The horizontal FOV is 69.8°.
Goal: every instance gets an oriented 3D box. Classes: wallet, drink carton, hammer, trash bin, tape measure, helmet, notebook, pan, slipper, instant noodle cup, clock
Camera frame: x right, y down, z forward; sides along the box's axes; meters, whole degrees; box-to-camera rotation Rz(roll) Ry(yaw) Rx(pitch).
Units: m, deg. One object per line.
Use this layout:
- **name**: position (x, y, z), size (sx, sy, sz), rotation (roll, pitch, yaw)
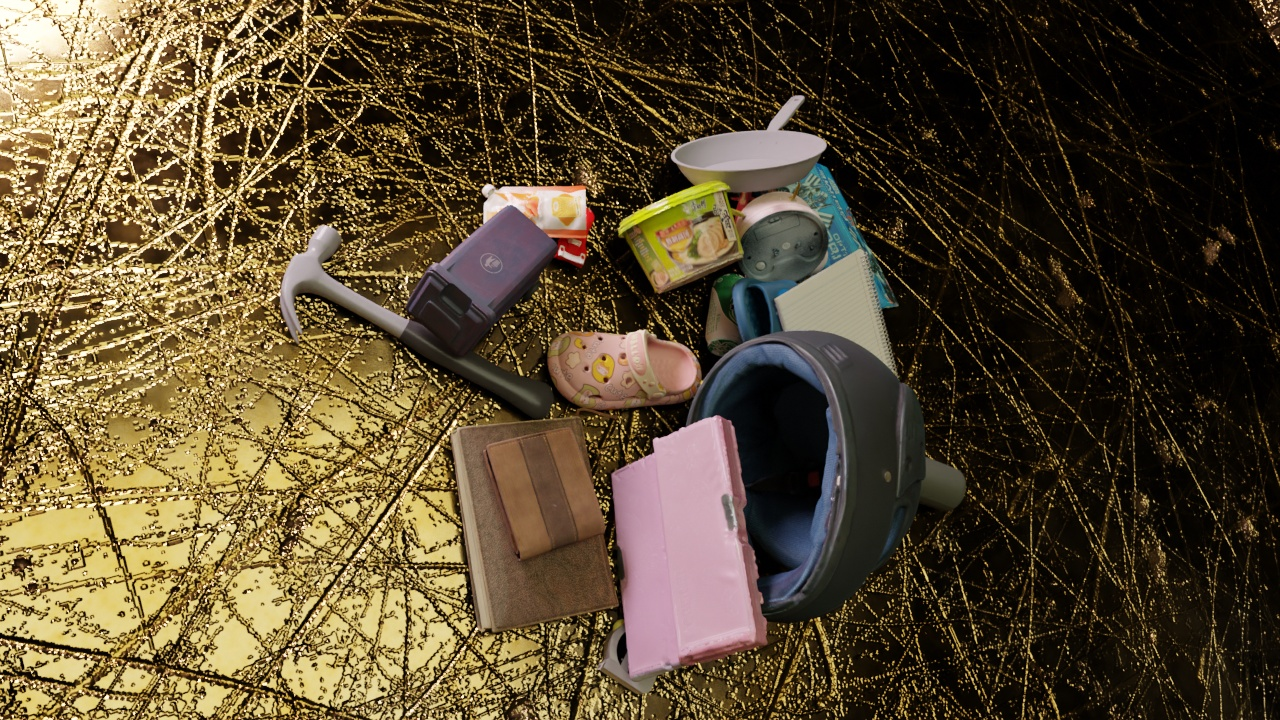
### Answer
- **wallet**: position (-0.098, 0.133, 0.937), size (0.098, 0.027, 0.121), rotation (-12, 74, -30)
- **drink carton**: position (-0.126, -0.177, 1.086), size (0.122, 0.039, 0.069), rotation (-1, 73, -4)
- **hammer**: position (-0.233, -0.019, 0.977), size (0.311, 0.030, 0.124), rotation (30, 57, -13)
- **trash bin**: position (-0.169, -0.086, 0.984), size (0.094, 0.092, 0.160), rotation (41, 45, -5)
- **tape measure**: position (-0.009, 0.306, 0.954), size (0.064, 0.017, 0.064), rotation (36, 57, -9)
- **helmet**: position (0.189, 0.128, 1.001), size (0.235, 0.250, 0.315), rotation (25, 58, -48)
- **notebook**: position (-0.093, 0.161, 0.964), size (0.189, 0.035, 0.215), rotation (-4, 71, -29)
- **notebook**: position (0.262, 0.002, 1.170), size (0.177, 0.013, 0.246), rotation (-30, 110, -34)
- **pan**: position (0.173, -0.302, 1.266), size (0.355, 0.201, 0.051), rotation (-48, 138, -53)
- **slipper**: position (-0.006, 0.006, 1.051), size (0.197, 0.082, 0.093), rotation (5, 67, -28)
- **instant noodle cup**: position (0.054, -0.147, 1.118), size (0.145, 0.146, 0.098), rotation (-23, 92, -33)
- **clock**: position (0.182, -0.146, 1.182), size (0.058, 0.117, 0.158), rotation (-101, 167, -46)
- **slipper**: position (0.179, -0.052, 1.147), size (0.213, 0.059, 0.103), rotation (0, 82, -54)

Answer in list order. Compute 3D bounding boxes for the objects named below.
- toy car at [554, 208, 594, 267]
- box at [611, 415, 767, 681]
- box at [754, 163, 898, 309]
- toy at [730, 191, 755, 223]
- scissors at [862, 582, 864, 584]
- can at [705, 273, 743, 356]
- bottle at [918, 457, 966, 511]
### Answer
- **toy car**: position (-0.080, -0.154, 1.115), size (0.038, 0.025, 0.089), rotation (20, 61, -19)
- **box**: position (0.033, 0.188, 0.921), size (0.039, 0.179, 0.232), rotation (24, 48, -43)
- **box**: position (0.273, -0.173, 1.280), size (0.169, 0.071, 0.243), rotation (-18, 78, -33)
- **toy**: position (0.151, -0.188, 1.236), size (0.050, 0.065, 0.102), rotation (-31, 88, -2)
- **scissors**: position (0.248, 0.220, 1.129), size (0.125, 0.015, 0.127), rotation (14, 58, -21)
- **can**: position (0.112, -0.058, 1.155), size (0.053, 0.053, 0.101), rotation (20, 60, -18)
- **bottle**: position (0.362, 0.154, 1.187), size (0.108, 0.060, 0.060), rotation (21, 60, -18)
